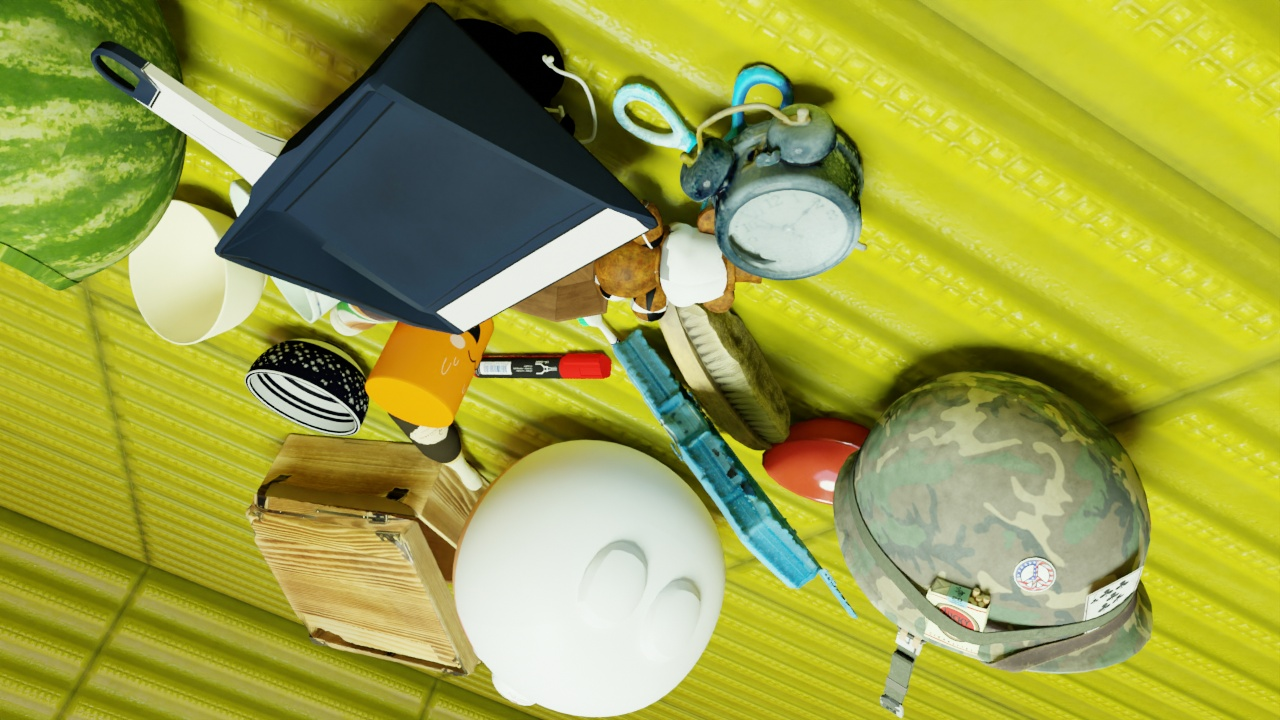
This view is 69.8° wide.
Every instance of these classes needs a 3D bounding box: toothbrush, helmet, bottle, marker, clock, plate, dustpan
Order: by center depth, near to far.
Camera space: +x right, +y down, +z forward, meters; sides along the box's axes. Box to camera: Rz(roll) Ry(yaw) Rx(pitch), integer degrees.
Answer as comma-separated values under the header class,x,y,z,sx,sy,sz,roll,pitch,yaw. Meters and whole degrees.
class,x,y,z,sx,sy,sz,roll,pitch,yaw
helmet,-0.389,-0.162,0.513,0.246,0.244,0.213,3,-155,-34
clock,0.076,-0.098,0.516,0.090,0.052,0.129,-16,138,27
dustpan,-0.170,-0.101,0.538,0.273,0.080,0.237,41,142,-24
clock,-0.084,-0.152,0.539,0.121,0.042,0.091,11,149,14
helmet,0.248,0.128,0.652,0.224,0.192,0.237,41,140,16
plate,-0.079,-0.077,0.676,0.131,0.025,0.131,14,150,8
bottle,-0.211,-0.057,0.750,0.059,0.059,0.168,35,147,-25
toothbrush,-0.005,0.005,0.778,0.016,0.015,0.186,0,146,38
marker,-0.093,0.005,0.823,0.145,0.021,0.023,0,137,30
bottle,-0.218,0.094,1.014,0.045,0.045,0.185,6,147,21

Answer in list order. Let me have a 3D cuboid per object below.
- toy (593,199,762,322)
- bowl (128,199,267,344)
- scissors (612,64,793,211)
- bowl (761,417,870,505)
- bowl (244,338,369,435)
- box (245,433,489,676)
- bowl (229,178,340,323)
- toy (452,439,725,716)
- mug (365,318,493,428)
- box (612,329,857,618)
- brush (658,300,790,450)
class,x,y,z,sx,sy,sz,roll,pitch,yaw
toy,0.022,-0.065,0.597,0.113,0.067,0.087,-2,126,5
bowl,-0.363,-0.076,0.782,0.118,0.118,0.073,3,-172,26
scissors,0.054,-0.125,0.539,0.128,0.012,0.137,-18,134,41
bowl,0.168,0.084,0.789,0.122,0.035,0.122,14,150,8
bowl,-0.327,0.018,0.930,0.120,0.066,0.120,14,150,8
box,-0.330,0.236,1.147,0.280,0.220,0.259,2,144,29
bowl,-0.252,-0.093,0.695,0.117,0.061,0.118,42,151,30
toy,-0.062,0.213,0.912,0.262,0.265,0.281,38,160,-25
mug,-0.177,0.007,0.798,0.078,0.095,0.113,12,149,11
box,0.072,0.088,0.709,0.174,0.033,0.231,46,-175,-41
brush,0.067,0.006,0.699,0.043,0.059,0.195,-15,135,25
